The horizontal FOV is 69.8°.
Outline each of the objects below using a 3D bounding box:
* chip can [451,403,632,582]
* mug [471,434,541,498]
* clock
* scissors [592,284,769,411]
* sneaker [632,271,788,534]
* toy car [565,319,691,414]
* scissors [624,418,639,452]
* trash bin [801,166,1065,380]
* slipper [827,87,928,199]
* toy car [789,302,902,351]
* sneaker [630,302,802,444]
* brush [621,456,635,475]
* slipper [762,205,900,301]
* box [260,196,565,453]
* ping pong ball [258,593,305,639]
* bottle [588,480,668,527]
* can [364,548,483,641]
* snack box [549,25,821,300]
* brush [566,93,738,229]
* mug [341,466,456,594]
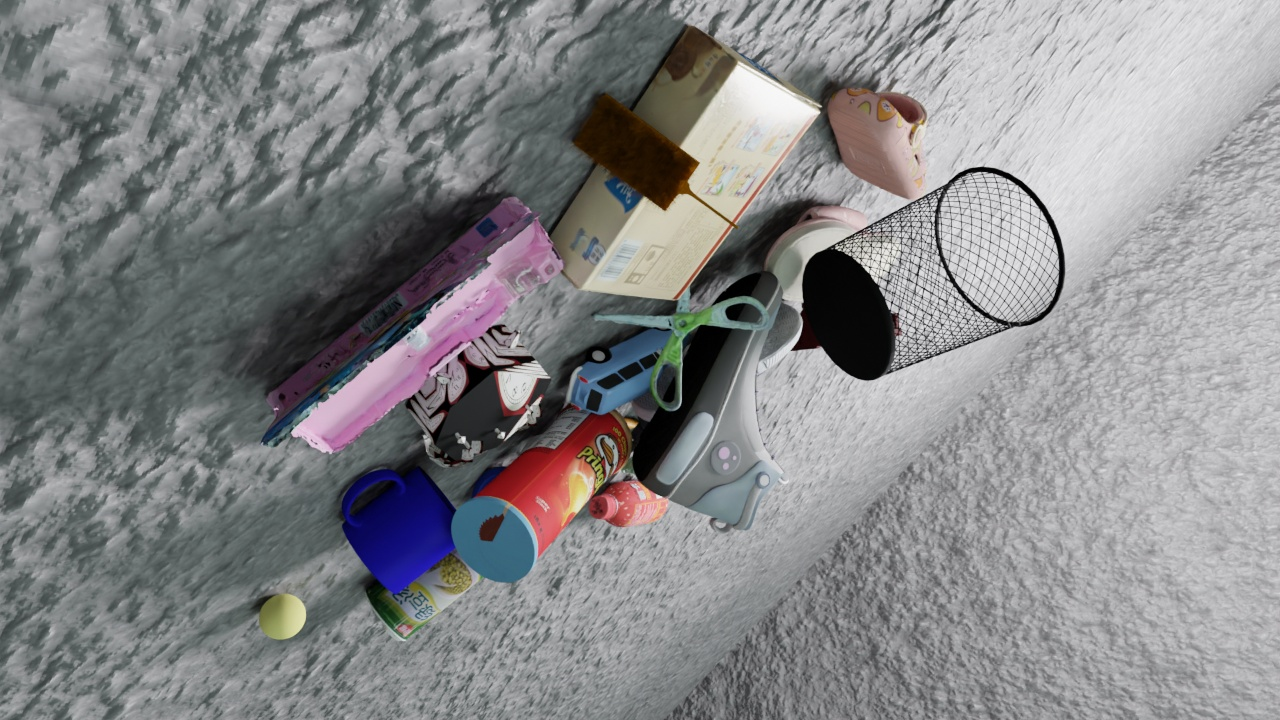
[{"bbox_3d":[-0.086,0.115,0.864,0.087,0.087,0.212,-57,173,30],"label":"chip can"},{"bbox_3d":[-0.119,0.131,0.958,0.076,0.075,0.112,13,95,-62],"label":"mug"},{"bbox_3d":[-0.132,0.045,0.785,0.114,0.065,0.155,-30,153,-26],"label":"clock"},{"bbox_3d":[0.040,-0.036,0.870,0.173,0.021,0.171,3,102,-7],"label":"scissors"},{"bbox_3d":[0.112,0.046,0.953,0.256,0.160,0.093,-59,-161,-7],"label":"sneaker"},{"bbox_3d":[-0.006,0.005,0.927,0.153,0.055,0.056,-27,152,-32],"label":"toy car"},{"bbox_3d":[-0.035,0.077,1.052,0.174,0.016,0.226,-26,152,-34],"label":"scissors"},{"bbox_3d":[0.300,-0.083,0.976,0.209,0.184,0.184,-23,151,-18],"label":"trash bin"},{"bbox_3d":[0.245,-0.224,0.897,0.081,0.093,0.197,-56,154,4],"label":"slipper"},{"bbox_3d":[0.228,-0.044,1.133,0.170,0.062,0.070,-6,-176,37],"label":"toy car"},{"bbox_3d":[0.088,0.018,1.045,0.235,0.089,0.087,-30,141,-14],"label":"sneaker"},{"bbox_3d":[0.058,0.077,1.161,0.217,0.033,0.012,-38,115,-30],"label":"brush"},{"bbox_3d":[0.216,-0.124,1.055,0.273,0.054,0.114,-2,134,-52],"label":"slipper"},{"bbox_3d":[-0.159,-0.027,0.631,0.230,0.062,0.161,-40,176,-5],"label":"box"},{"bbox_3d":[-0.325,0.232,0.833,0.040,0.040,0.040,-34,155,-19],"label":"ping pong ball"},{"bbox_3d":[-0.020,0.189,1.210,0.062,0.062,0.137,-50,154,16],"label":"bottle"},{"bbox_3d":[-0.220,0.229,0.956,0.120,0.067,0.067,-38,156,-11],"label":"can"},{"bbox_3d":[0.035,-0.146,0.734,0.208,0.055,0.153,-53,154,22],"label":"snack box"},{"bbox_3d":[0.014,-0.133,0.648,0.048,0.126,0.017,-53,-175,22],"label":"brush"},{"bbox_3d":[-0.216,0.141,0.818,0.083,0.079,0.111,-38,128,-11],"label":"mug"}]
